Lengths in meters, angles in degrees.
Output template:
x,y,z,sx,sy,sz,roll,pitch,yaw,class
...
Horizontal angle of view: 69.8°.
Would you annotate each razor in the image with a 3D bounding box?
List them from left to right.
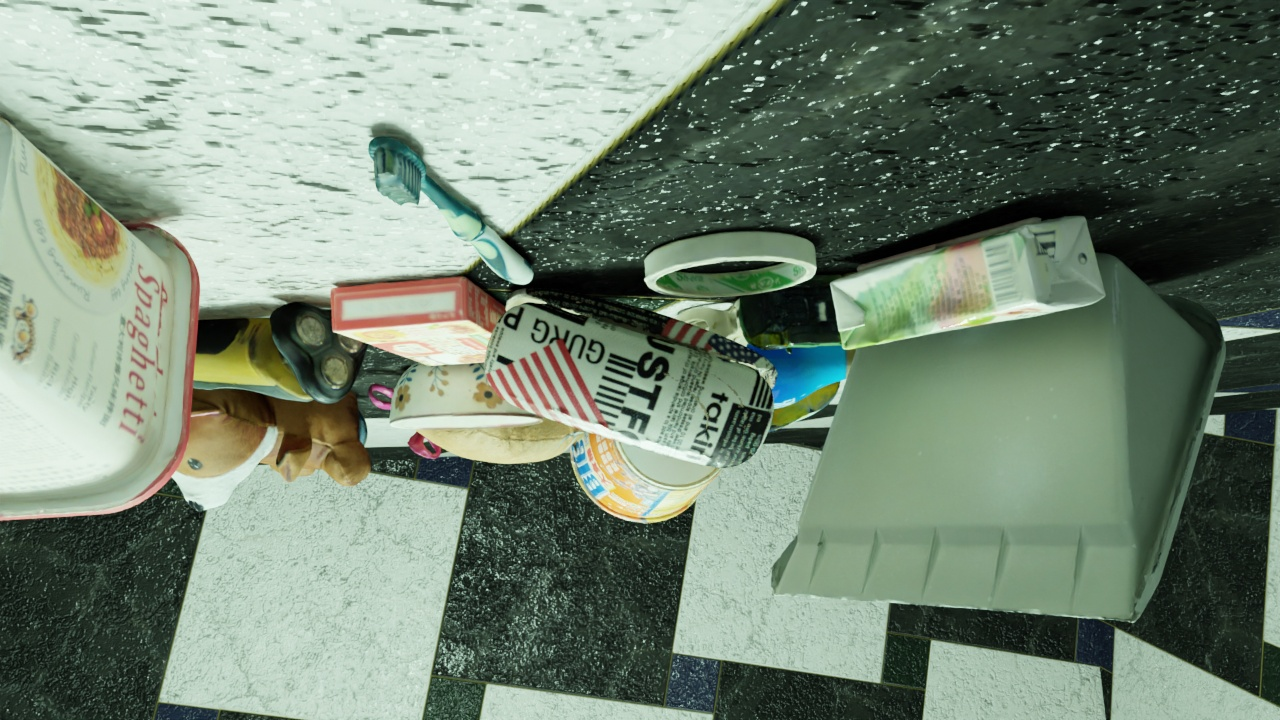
x,y,z,sx,sy,sz,roll,pitch,yaw,class
-0.247,-0.007,0.543,0.167,0.062,0.068,1,143,11,razor

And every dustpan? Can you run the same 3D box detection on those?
x,y,z,sx,sy,sz,roll,pitch,yaw,class
0.231,0.043,0.556,0.142,0.257,0.223,30,154,-31,dustpan

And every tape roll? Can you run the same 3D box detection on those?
x,y,z,sx,sy,sz,roll,pitch,yaw,class
0.045,-0.047,0.464,0.086,0.014,0.086,-3,172,-1,tape roll

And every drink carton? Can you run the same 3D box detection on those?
x,y,z,sx,sy,sz,roll,pitch,yaw,class
0.157,-0.038,0.459,0.053,0.045,0.123,-10,178,-33,drink carton

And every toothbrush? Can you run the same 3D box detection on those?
x,y,z,sx,sy,sz,roll,pitch,yaw,class
-0.070,-0.051,0.379,0.016,0.018,0.191,-4,172,6,toothbrush

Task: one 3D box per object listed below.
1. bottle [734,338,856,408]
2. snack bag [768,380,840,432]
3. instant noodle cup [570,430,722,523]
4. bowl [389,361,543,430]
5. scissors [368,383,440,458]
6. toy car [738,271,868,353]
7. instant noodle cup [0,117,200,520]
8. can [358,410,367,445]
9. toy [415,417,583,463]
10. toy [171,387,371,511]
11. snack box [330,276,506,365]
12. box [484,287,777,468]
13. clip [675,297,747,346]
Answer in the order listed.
x,y,z,sx,sy,sz,roll,pitch,yaw,class
0.063,0.005,0.662,0.219,0.065,0.065,-5,172,3,bottle
0.137,0.023,0.782,0.110,0.039,0.190,-37,174,16,snack bag
0.016,0.074,0.883,0.151,0.151,0.112,-1,163,-17,instant noodle cup
-0.131,0.018,0.691,0.113,0.062,0.113,-4,171,-1,bowl
-0.198,0.055,0.856,0.017,0.113,0.134,-43,158,12,scissors
0.099,-0.026,0.525,0.091,0.043,0.036,0,172,-14,toy car
-0.220,-0.013,0.301,0.116,0.116,0.124,-2,161,-10,instant noodle cup
-0.328,0.071,0.941,0.075,0.075,0.111,-2,172,-7,can
-0.117,0.049,0.856,0.143,0.082,0.225,25,-173,26,toy
-0.333,0.062,0.759,0.140,0.130,0.199,-2,165,36,toy
-0.119,-0.020,0.554,0.075,0.025,0.153,-4,172,6,snack box
-0.002,-0.001,0.529,0.163,0.076,0.087,16,-160,-1,box
0.061,-0.023,0.590,0.071,0.034,0.100,4,161,-36,clip
